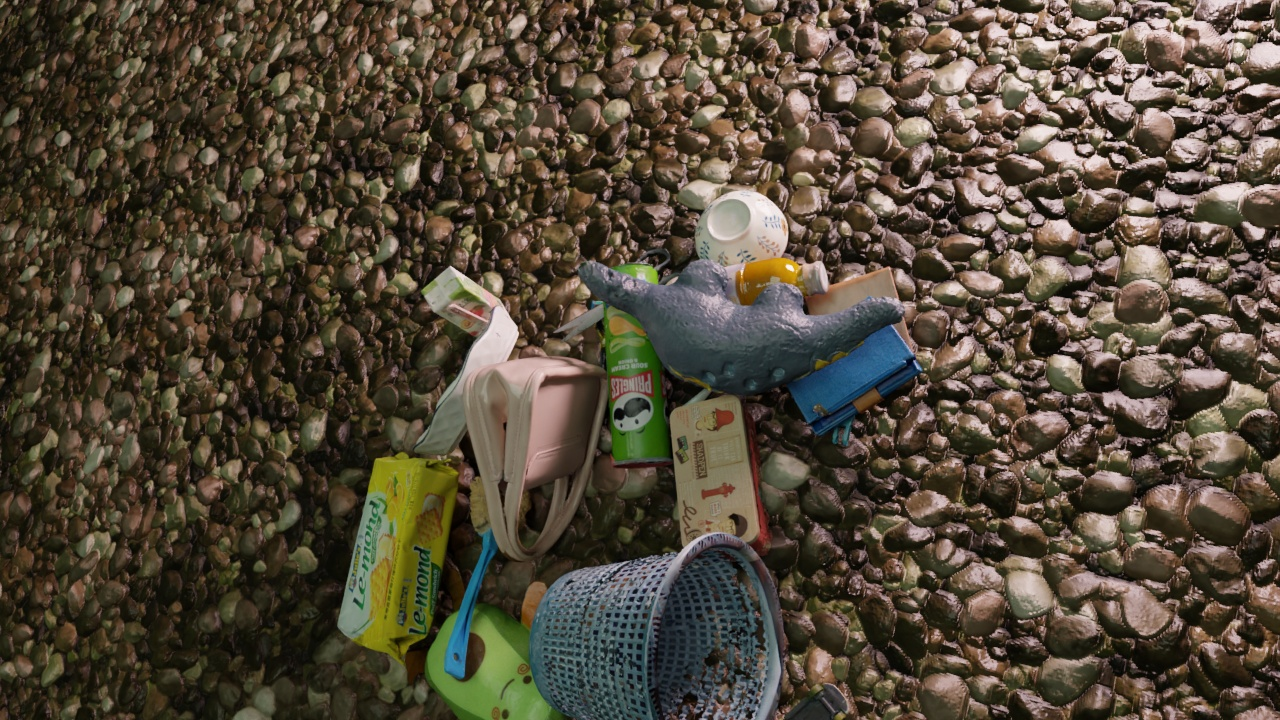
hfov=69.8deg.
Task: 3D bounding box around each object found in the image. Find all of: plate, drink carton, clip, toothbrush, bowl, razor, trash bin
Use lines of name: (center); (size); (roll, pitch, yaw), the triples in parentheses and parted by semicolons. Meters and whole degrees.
plate: (-0.207, 0.028, 1.112); (0.045, 0.205, 0.204); (30, 85, -10)
drink carton: (-0.220, -0.069, 1.173); (0.053, 0.122, 0.045); (-38, 64, 6)
clip: (0.223, 0.066, 1.003); (0.041, 0.014, 0.056); (5, 75, 24)
toothbrush: (0.109, 0.015, 1.067); (0.192, 0.016, 0.018); (-40, 73, 6)
bowl: (0.114, -0.156, 1.095); (0.114, 0.062, 0.113); (-8, 69, 22)
razor: (-0.044, -0.003, 1.134); (0.043, 0.022, 0.142); (1, 77, 7)
trash bin: (0.005, 0.287, 0.920); (0.196, 0.226, 0.226); (-8, 69, 39)

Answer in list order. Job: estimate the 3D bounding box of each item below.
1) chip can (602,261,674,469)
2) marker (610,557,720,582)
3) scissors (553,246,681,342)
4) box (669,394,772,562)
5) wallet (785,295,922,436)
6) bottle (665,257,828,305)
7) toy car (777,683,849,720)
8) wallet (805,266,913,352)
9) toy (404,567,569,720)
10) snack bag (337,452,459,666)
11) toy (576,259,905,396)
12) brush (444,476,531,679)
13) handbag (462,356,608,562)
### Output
chip can: (-0.006, 0.006, 1.070); (0.072, 0.072, 0.235); (-9, 77, 20)
marker: (0.027, 0.235, 1.028); (0.131, 0.018, 0.022); (-3, 63, 22)
scissors: (-0.021, -0.068, 1.128); (0.145, 0.014, 0.172); (21, 75, 13)
box: (0.092, 0.133, 1.008); (0.091, 0.079, 0.168); (-15, 62, 19)
wallet: (0.223, 0.006, 0.995); (0.133, 0.040, 0.106); (-36, 58, 15)
bottle: (0.119, -0.078, 1.055); (0.190, 0.068, 0.068); (-10, 70, 25)
toy car: (0.168, 0.362, 0.917); (0.090, 0.035, 0.042); (-45, 64, 4)
wallet: (0.244, -0.038, 1.026); (0.101, 0.020, 0.115); (-18, 69, 19)
toy: (-0.171, 0.349, 1.033); (0.247, 0.090, 0.227); (24, 83, 32)
snack bag: (-0.289, 0.230, 1.107); (0.158, 0.068, 0.246); (-9, 68, 54)
toy: (0.094, -0.034, 0.992); (0.357, 0.091, 0.138); (12, 102, 16)
brush: (-0.181, 0.234, 1.043); (0.046, 0.083, 0.254); (-21, 42, 35)
handbag: (-0.116, 0.113, 1.037); (0.093, 0.193, 0.234); (5, 95, 24)
